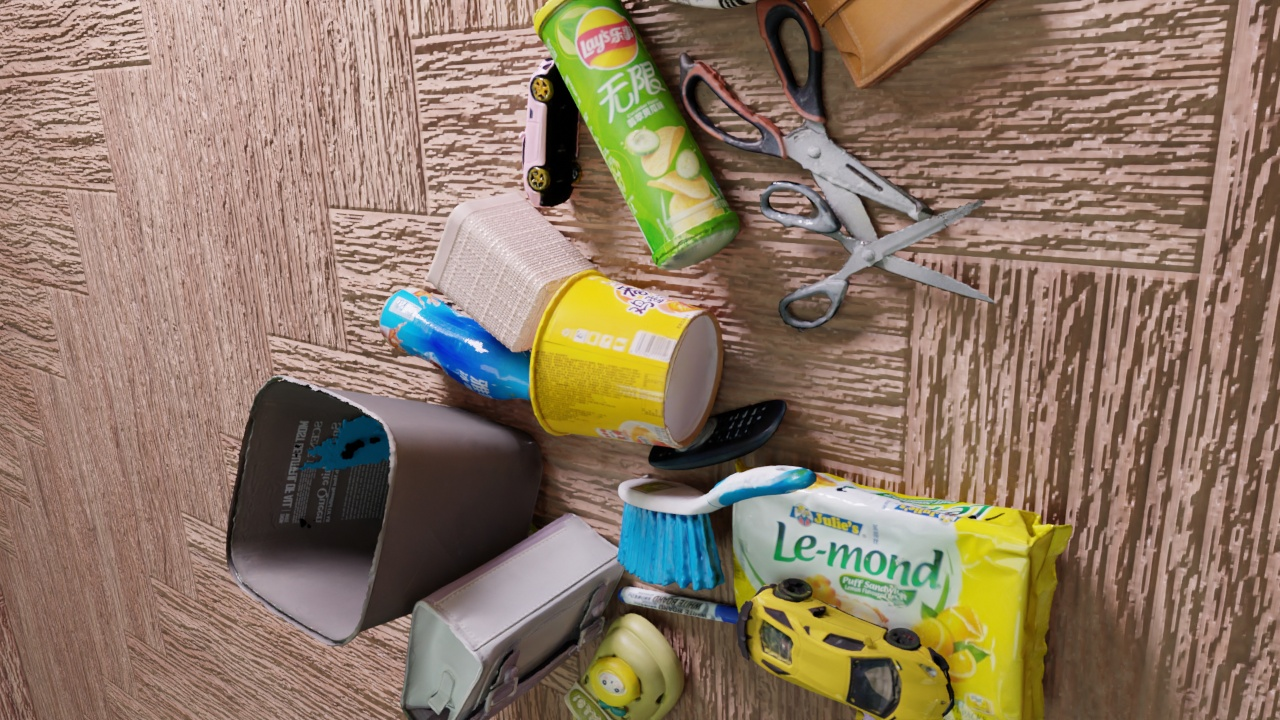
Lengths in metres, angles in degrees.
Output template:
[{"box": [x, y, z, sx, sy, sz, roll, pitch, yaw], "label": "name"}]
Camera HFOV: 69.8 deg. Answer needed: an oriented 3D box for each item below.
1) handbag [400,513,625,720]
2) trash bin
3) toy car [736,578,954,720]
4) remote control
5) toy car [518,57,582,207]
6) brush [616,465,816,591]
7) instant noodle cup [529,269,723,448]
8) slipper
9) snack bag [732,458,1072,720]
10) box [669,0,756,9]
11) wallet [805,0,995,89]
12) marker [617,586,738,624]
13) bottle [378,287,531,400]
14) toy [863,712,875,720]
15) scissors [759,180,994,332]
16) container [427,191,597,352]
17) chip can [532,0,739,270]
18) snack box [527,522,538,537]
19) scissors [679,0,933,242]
[{"box": [-0.114, 0.248, 0.841, 0.098, 0.196, 0.145, 38, 125, 23], "label": "handbag"}, {"box": [-0.226, 0.127, 0.851, 0.199, 0.219, 0.199, 17, 96, 33], "label": "trash bin"}, {"box": [0.140, 0.207, 0.641, 0.156, 0.041, 0.071, 16, 115, 34], "label": "toy car"}, {"box": [0.063, 0.064, 0.737, 0.137, 0.053, 0.024, -20, 117, 41], "label": "remote control"}, {"box": [-0.074, -0.187, 0.758, 0.037, 0.056, 0.122, 17, 114, 26], "label": "toy car"}, {"box": [0.047, 0.122, 0.692, 0.315, 0.060, 0.109, 177, 86, -68], "label": "brush"}, {"box": [-0.004, 0.004, 0.723, 0.110, 0.137, 0.138, 12, 112, 25], "label": "instant noodle cup"}, {"box": [-0.026, 0.328, 0.876, 0.091, 0.081, 0.191, 38, 127, 20], "label": "slipper"}, {"box": [0.176, 0.164, 0.668, 0.247, 0.068, 0.158, 8, 110, 37], "label": "snack bag"}, {"box": [0.018, -0.287, 0.619, 0.163, 0.074, 0.081, 35, 157, 33], "label": "box"}, {"box": [0.151, -0.254, 0.575, 0.108, 0.031, 0.132, -31, 83, 39], "label": "wallet"}, {"box": [0.039, 0.221, 0.829, 0.146, 0.016, 0.017, -1, 104, 38], "label": "marker"}, {"box": [-0.157, -0.007, 0.878, 0.219, 0.065, 0.065, 25, 119, 29], "label": "bottle"}, {"box": [0.201, 0.291, 0.710, 0.084, 0.038, 0.108, 14, 112, 25], "label": "toy"}, {"box": [0.153, -0.070, 0.631, 0.181, 0.014, 0.160, 39, 134, 19], "label": "scissors"}, {"box": [-0.109, -0.075, 0.803, 0.111, 0.090, 0.090, 42, 126, 16], "label": "container"}, {"box": [-0.002, -0.175, 0.693, 0.073, 0.072, 0.221, -29, 86, 40], "label": "chip can"}, {"box": [-0.155, 0.219, 0.976, 0.086, 0.026, 0.157, 47, 127, 16], "label": "snack box"}, {"box": [0.110, -0.166, 0.644, 0.190, 0.015, 0.222, 3, 106, 37], "label": "scissors"}]
